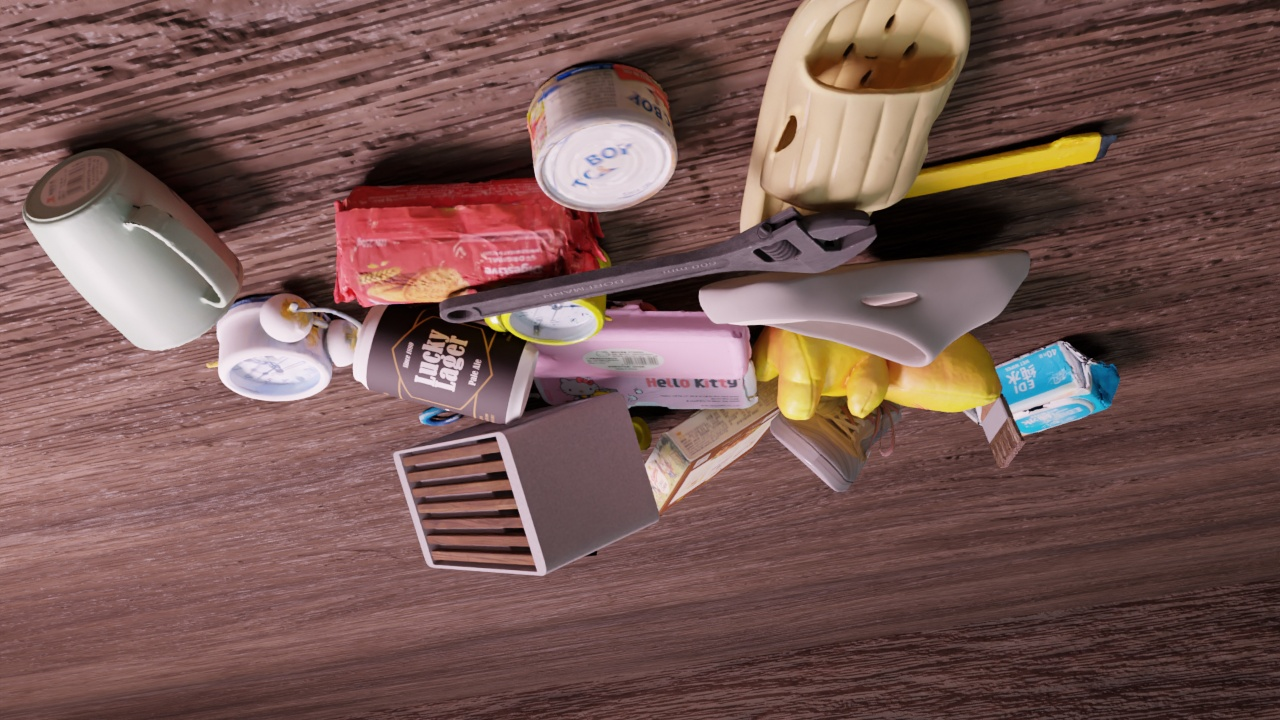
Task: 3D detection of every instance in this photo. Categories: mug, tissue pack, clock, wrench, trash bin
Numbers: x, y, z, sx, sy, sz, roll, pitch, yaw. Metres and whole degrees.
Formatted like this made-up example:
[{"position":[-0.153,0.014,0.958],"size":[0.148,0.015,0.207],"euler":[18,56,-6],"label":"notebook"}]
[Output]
[{"position":[-0.292,-0.066,0.546],"size":[0.111,0.084,0.104],"euler":[14,150,25],"label":"mug"},{"position":[0.412,0.034,0.945],"size":[0.145,0.061,0.092],"euler":[-29,146,36],"label":"tissue pack"},{"position":[-0.271,-0.014,0.708],"size":[0.126,0.052,0.088],"euler":[-24,148,25],"label":"clock"},{"position":[0.007,-0.054,0.564],"size":[0.273,0.018,0.073],"euler":[-10,160,9],"label":"wrench"},{"position":[-0.109,0.110,0.813],"size":[0.114,0.114,0.229],"euler":[-18,-178,-37],"label":"trash bin"},{"position":[-0.076,-0.052,0.671],"size":[0.119,0.057,0.083],"euler":[1,153,-2],"label":"clock"}]

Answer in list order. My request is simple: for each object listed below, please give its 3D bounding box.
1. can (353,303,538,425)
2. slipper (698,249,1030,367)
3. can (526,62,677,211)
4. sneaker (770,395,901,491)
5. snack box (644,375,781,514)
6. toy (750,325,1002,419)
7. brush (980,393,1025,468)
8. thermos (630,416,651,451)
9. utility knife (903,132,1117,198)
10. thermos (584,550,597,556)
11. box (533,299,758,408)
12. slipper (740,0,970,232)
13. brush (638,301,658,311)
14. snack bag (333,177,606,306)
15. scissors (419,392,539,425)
[{"position":[-0.148,0.002,0.709],"size":[0.128,0.071,0.072],"euler":[15,151,-2],"label":"can"},{"position":[0.168,-0.032,0.666],"size":[0.265,0.080,0.113],"euler":[-8,-177,-27],"label":"slipper"},{"position":[-0.023,-0.130,0.543],"size":[0.086,0.043,0.086],"euler":[-7,153,-4],"label":"can"},{"position":[0.193,0.050,0.851],"size":[0.090,0.099,0.235],"euler":[-52,170,16],"label":"sneaker"},{"position":[0.071,0.081,0.910],"size":[0.142,0.041,0.147],"euler":[-30,163,-26],"label":"snack box"},{"position":[0.198,-0.007,0.791],"size":[0.194,0.134,0.087],"euler":[1,109,-6],"label":"toy"},{"position":[0.300,0.022,0.806],"size":[0.008,0.143,0.045],"euler":[-6,145,-6],"label":"brush"},{"position":[-0.079,0.118,0.967],"size":[0.098,0.098,0.221],"euler":[8,154,-28],"label":"thermos"},{"position":[0.239,-0.132,0.629],"size":[0.159,0.017,0.030],"euler":[-12,148,9],"label":"utility knife"},{"position":[-0.155,0.202,1.117],"size":[0.198,0.086,0.086],"euler":[-3,153,-6],"label":"thermos"},{"position":[-0.005,0.004,0.779],"size":[0.201,0.037,0.153],"euler":[0,148,12],"label":"box"},{"position":[0.127,-0.118,0.566],"size":[0.111,0.079,0.262],"euler":[-6,154,-10],"label":"slipper"},{"position":[0.032,-0.005,0.817],"size":[0.041,0.030,0.172],"euler":[-19,150,22],"label":"brush"},{"position":[-0.110,-0.078,0.590],"size":[0.176,0.082,0.082],"euler":[-4,153,-7],"label":"snack bag"},{"position":[-0.162,0.040,0.882],"size":[0.140,0.013,0.118],"euler":[-1,152,-14],"label":"scissors"}]
